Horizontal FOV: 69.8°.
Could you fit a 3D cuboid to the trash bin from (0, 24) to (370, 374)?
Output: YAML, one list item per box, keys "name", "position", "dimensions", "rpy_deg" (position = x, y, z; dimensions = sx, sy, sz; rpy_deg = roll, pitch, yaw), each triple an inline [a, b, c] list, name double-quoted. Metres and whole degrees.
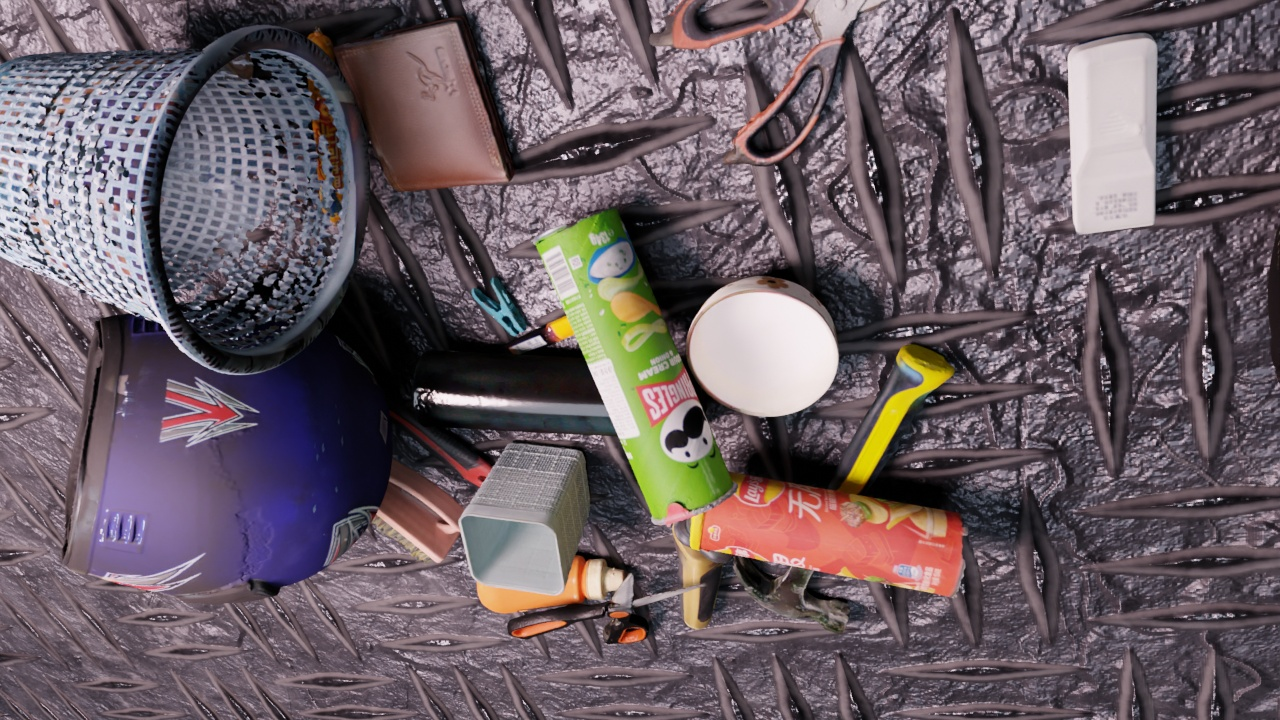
- name: "trash bin"
  position: [-0.329, -0.121, 0.625]
  dimensions: [0.195, 0.225, 0.227]
  rpy_deg: [13, 127, 13]

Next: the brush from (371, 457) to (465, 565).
- name: "brush"
  position: [-0.239, 0.134, 0.912]
  dimensions: [0.145, 0.063, 0.073]
  rpy_deg: [42, 129, -12]

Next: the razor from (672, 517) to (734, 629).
- name: "razor"
  position: [0.060, 0.201, 0.876]
  dimensions: [0.067, 0.062, 0.168]
  rpy_deg: [39, 143, 36]

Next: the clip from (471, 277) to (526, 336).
- name: "clip"
  position: [-0.118, -0.044, 0.781]
  dimensions: [0.038, 0.013, 0.055]
  rpy_deg: [-23, 113, 29]

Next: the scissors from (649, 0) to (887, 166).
- name: "scissors"
  position: [0.109, -0.216, 0.591]
  dimensions: [0.226, 0.015, 0.189]
  rpy_deg: [2, 124, 16]

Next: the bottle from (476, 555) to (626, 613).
- name: "bottle"
  position: [-0.088, 0.223, 0.934]
  dimensions: [0.149, 0.066, 0.067]
  rpy_deg: [-2, 124, 9]

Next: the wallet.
- name: "wallet"
  position: [-0.157, -0.186, 0.683]
  dimensions: [0.101, 0.032, 0.125]
  rpy_deg: [-5, 123, 17]

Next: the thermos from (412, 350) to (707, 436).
- name: "thermos"
  position: [-0.066, 0.037, 0.787]
  dimensions: [0.243, 0.068, 0.090]
  rpy_deg: [4, 147, 9]

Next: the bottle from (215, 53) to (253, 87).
- name: "bottle"
  position: [-0.391, -0.196, 0.727]
  dimensions: [0.206, 0.059, 0.060]
  rpy_deg: [-19, 117, 23]

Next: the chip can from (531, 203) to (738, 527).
- name: "chip can"
  position: [-0.004, 0.004, 0.694]
  dimensions: [0.072, 0.072, 0.236]
  rpy_deg: [-22, 94, 28]

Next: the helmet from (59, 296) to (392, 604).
- name: "helmet"
  position: [-0.343, 0.081, 0.779]
  dimensions: [0.240, 0.247, 0.316]
  rpy_deg: [10, 160, -32]

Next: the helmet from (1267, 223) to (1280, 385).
- name: "helmet"
  position: [0.462, -0.037, 0.482]
  dimensions: [0.274, 0.229, 0.234]
  rpy_deg: [39, 111, -14]

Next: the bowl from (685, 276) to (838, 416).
- name: "bowl"
  position: [0.096, -0.020, 0.704]
  dimensions: [0.113, 0.062, 0.114]
  rpy_deg: [8, 127, 10]

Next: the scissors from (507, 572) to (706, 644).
- name: "scissors"
  position: [-0.030, 0.247, 0.905]
  dimensions: [0.221, 0.021, 0.229]
  rpy_deg: [-13, 149, 14]

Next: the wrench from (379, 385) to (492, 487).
- name: "wrench"
  position: [-0.246, 0.047, 0.880]
  dimensions: [0.273, 0.016, 0.056]
  rpy_deg: [34, 130, -8]

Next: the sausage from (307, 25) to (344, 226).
- name: "sausage"
  position: [-0.245, -0.178, 0.718]
  dimensions: [0.021, 0.021, 0.165]
  rpy_deg: [13, 127, 7]

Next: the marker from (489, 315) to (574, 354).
- name: "marker"
  position: [-0.084, -0.020, 0.787]
  dimensions: [0.124, 0.015, 0.018]
  rpy_deg: [-22, 122, 31]

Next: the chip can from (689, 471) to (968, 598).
- name: "chip can"
  position: [0.151, 0.140, 0.756]
  dimensions: [0.217, 0.073, 0.073]
  rpy_deg: [10, 126, 7]

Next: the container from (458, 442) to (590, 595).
- name: "container"
  position: [-0.099, 0.139, 0.843]
  dimensions: [0.090, 0.111, 0.090]
  rpy_deg: [5, 126, 13]

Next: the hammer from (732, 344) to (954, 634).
- name: "hammer"
  position: [0.174, 0.118, 0.798]
  dimensions: [0.126, 0.031, 0.324]
  rpy_deg: [19, 127, 2]

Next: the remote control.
- name: "remote control"
  position: [0.301, -0.141, 0.583]
  dimensions: [0.049, 0.024, 0.125]
  rpy_deg: [-6, 123, 21]
